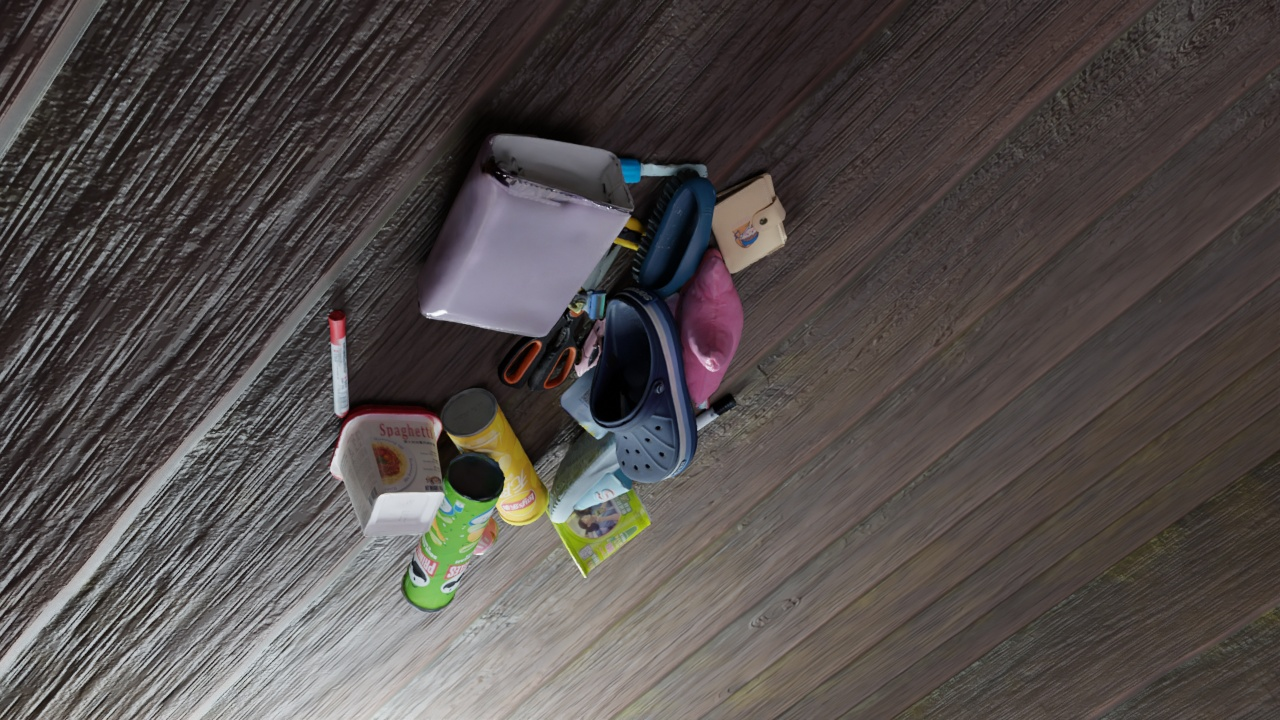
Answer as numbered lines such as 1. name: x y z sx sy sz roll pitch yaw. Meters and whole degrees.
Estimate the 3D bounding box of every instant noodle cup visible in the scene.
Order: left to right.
1. instant noodle cup: -0.282 0.128 1.046 0.116 0.124 0.117 4 131 -33
2. instant noodle cup: -0.054 0.227 1.300 0.123 0.111 0.112 -30 141 -9

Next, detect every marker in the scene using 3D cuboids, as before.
1. marker: -0.321 0.007 0.979 0.017 0.017 0.146 -8 136 -23
2. marker: 0.079 0.091 1.292 0.131 0.018 0.022 -36 133 9

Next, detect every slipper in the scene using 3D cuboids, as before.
1. slipper: -0.031 0.120 1.179 0.074 0.103 0.246 36 115 -21
2. slipper: -0.004 0.042 1.009 0.095 0.105 0.253 -26 129 -31

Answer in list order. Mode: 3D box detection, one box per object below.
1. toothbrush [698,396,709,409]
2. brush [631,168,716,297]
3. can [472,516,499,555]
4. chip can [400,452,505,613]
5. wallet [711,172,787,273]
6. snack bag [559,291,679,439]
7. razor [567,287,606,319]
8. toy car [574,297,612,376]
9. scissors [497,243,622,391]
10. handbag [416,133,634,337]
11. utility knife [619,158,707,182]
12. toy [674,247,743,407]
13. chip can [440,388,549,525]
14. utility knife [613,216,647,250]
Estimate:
1. toothbrush: 0.087 0.002 1.205 0.017 0.016 0.188 -9 138 -8
2. brush: 0.040 -0.126 0.971 0.055 0.073 0.144 4 124 -35
3. can: -0.249 0.206 1.199 0.058 0.058 0.147 -35 139 8
4. chip can: -0.230 0.212 1.111 0.072 0.072 0.237 2 135 -31
5. wallet: 0.125 -0.157 1.052 0.087 0.024 0.115 -30 139 0
6. snack bag: -0.006 0.006 1.086 0.191 0.039 0.110 -45 135 -2
7. razor: -0.110 -0.065 1.004 0.142 0.022 0.043 -1 139 -8
8. toy car: -0.037 -0.023 1.093 0.056 0.037 0.123 5 129 -35
9. scissors: -0.074 -0.051 1.061 0.235 0.021 0.152 -41 143 6
10. handbag: -0.117 -0.119 0.879 0.144 0.098 0.198 3 143 -34
11. utility knife: -0.028 -0.193 0.930 0.224 0.018 0.034 -4 141 -25
12. toy: 0.074 -0.031 1.006 0.074 0.194 0.179 4 103 1
13. chip can: -0.176 0.124 1.142 0.072 0.072 0.214 -24 140 -5
14. utility knife: 0.010 -0.133 1.013 0.156 0.015 0.033 14 110 -40
